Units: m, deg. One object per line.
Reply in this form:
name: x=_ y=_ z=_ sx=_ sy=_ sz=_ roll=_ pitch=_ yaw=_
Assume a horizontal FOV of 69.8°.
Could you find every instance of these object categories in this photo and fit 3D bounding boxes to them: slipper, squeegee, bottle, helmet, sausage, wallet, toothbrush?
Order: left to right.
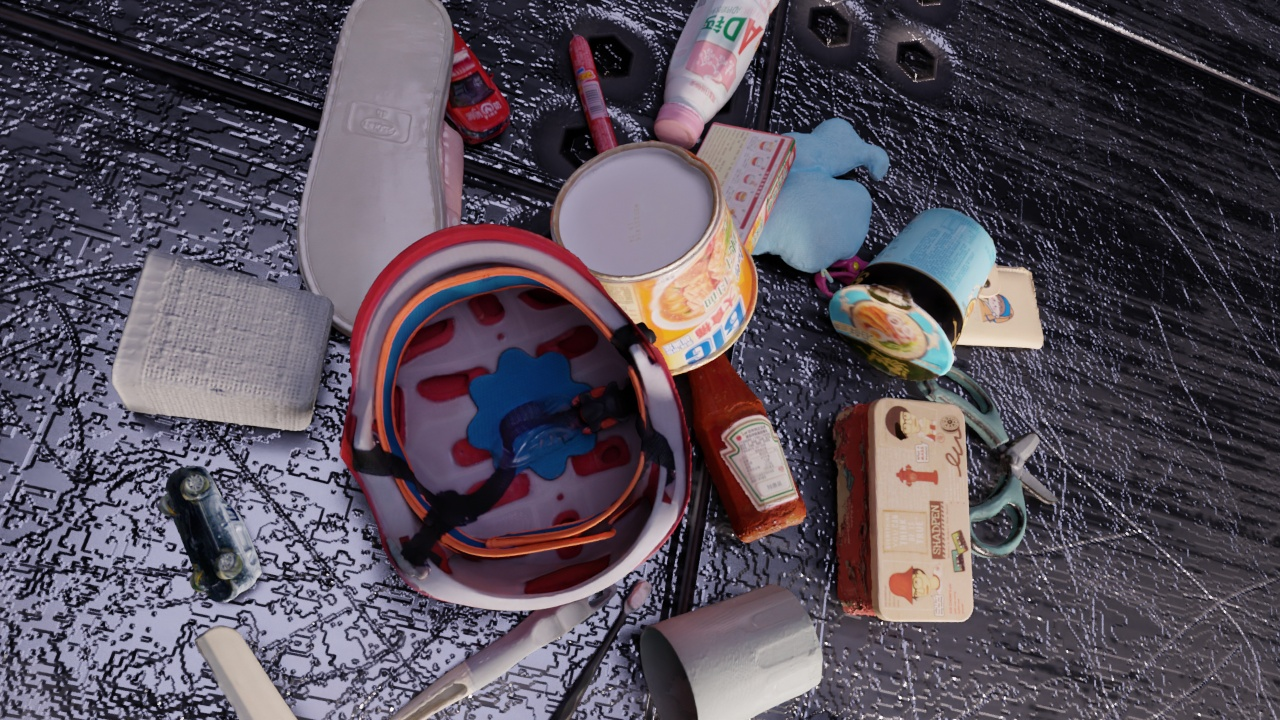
slipper: x=-0.190 y=-0.147 z=0.689 sx=0.114 sy=0.054 sz=0.274 roll=4 pitch=82 yaw=-10
squeegee: x=-0.118 y=0.214 z=0.607 sx=0.245 sy=0.039 sz=0.246 roll=-31 pitch=101 yaw=-30
helmet: x=-0.079 y=0.038 z=0.612 sx=0.207 sy=0.144 sz=0.240 roll=-21 pitch=84 yaw=1
toothbrush: x=-0.042 y=0.230 z=0.639 sx=0.015 sy=0.018 sz=0.180 roll=38 pitch=66 yaw=-7
sausage: x=-0.038 y=-0.213 z=0.785 sx=0.020 sy=0.020 sz=0.155 roll=-11 pitch=76 yaw=-21
bottle: x=0.065 y=-0.276 z=0.816 sx=0.068 sy=0.068 sz=0.196 roll=28 pitch=70 yaw=-8
bottle: x=0.065 y=0.037 z=0.715 sx=0.059 sy=0.060 sz=0.206 roll=-16 pitch=76 yaw=-23
wallet: x=0.317 y=-0.055 z=0.848 sx=0.115 sy=0.024 sz=0.087 roll=2 pitch=73 yaw=-17

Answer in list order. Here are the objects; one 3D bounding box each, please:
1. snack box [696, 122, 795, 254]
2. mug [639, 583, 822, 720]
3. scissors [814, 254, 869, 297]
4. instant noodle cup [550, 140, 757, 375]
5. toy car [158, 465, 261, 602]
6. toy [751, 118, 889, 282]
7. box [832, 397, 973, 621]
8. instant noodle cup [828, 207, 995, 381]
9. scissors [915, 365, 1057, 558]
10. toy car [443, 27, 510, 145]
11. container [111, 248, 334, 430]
snack box: x=0.068 y=-0.131 z=0.770 sx=0.077 sy=0.027 sz=0.155 roll=16 pitch=64 yaw=21
mug: x=0.069 y=0.229 z=0.641 sx=0.103 sy=0.084 sz=0.124 roll=-14 pitch=81 yaw=-24
scissors: x=0.214 y=-0.075 z=0.827 sx=0.135 sy=0.017 sz=0.063 roll=6 pitch=67 yaw=-20
instant noodle cup: x=0.006 y=-0.079 z=0.671 sx=0.151 sy=0.111 sz=0.151 roll=-5 pitch=61 yaw=10
toy car: x=-0.275 y=0.109 z=0.588 sx=0.034 sy=0.043 sz=0.090 roll=-21 pitch=82 yaw=-51
toy: x=0.155 y=-0.141 z=0.806 sx=0.161 sy=0.050 sz=0.156 roll=-17 pitch=64 yaw=-9
box: x=0.200 y=0.118 z=0.730 sx=0.091 sy=0.080 sz=0.168 roll=6 pitch=77 yaw=-18
instant noodle cup: x=0.238 y=-0.063 z=0.774 sx=0.111 sy=0.111 sz=0.120 roll=41 pitch=68 yaw=-2
scissors: x=0.284 y=0.080 z=0.780 sx=0.170 sy=0.019 sz=0.173 roll=49 pitch=50 yaw=4
toy car: x=-0.153 y=-0.230 z=0.739 sx=0.052 sy=0.045 sz=0.120 roll=-37 pitch=89 yaw=-24
container: x=-0.268 y=-0.007 z=0.604 sx=0.114 sy=0.090 sz=0.090 roll=12 pitch=69 yaw=-18
